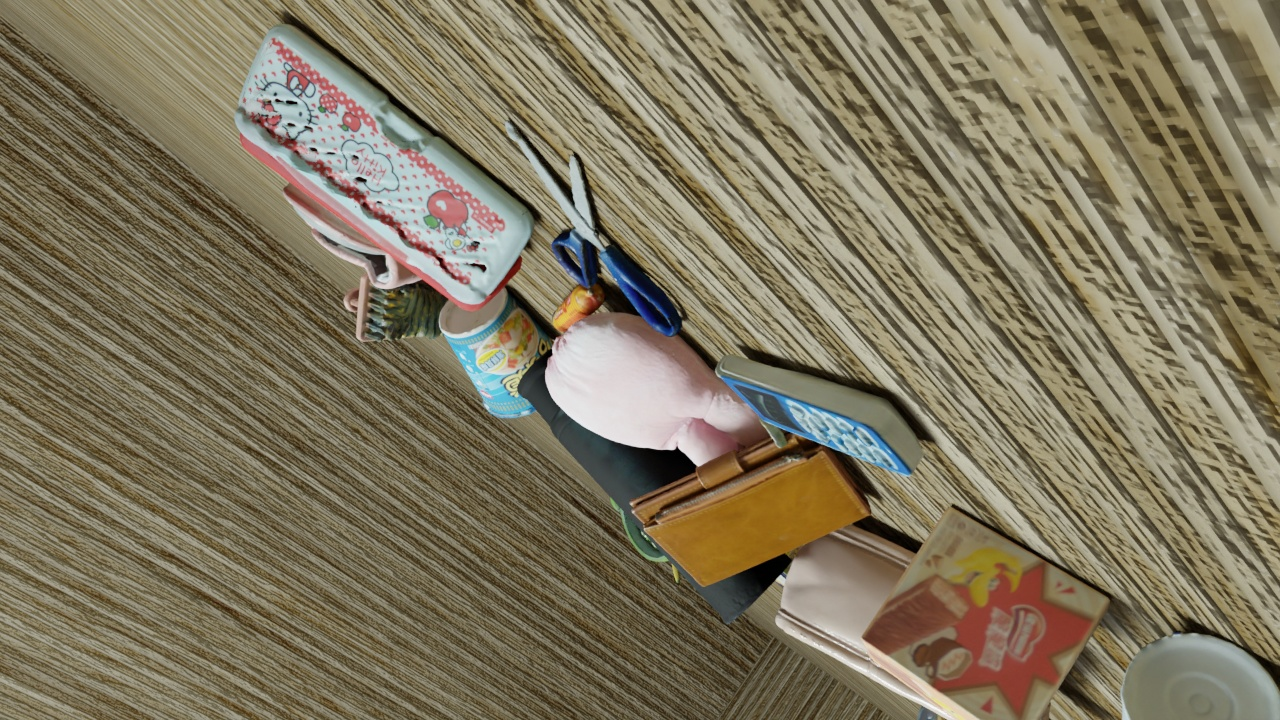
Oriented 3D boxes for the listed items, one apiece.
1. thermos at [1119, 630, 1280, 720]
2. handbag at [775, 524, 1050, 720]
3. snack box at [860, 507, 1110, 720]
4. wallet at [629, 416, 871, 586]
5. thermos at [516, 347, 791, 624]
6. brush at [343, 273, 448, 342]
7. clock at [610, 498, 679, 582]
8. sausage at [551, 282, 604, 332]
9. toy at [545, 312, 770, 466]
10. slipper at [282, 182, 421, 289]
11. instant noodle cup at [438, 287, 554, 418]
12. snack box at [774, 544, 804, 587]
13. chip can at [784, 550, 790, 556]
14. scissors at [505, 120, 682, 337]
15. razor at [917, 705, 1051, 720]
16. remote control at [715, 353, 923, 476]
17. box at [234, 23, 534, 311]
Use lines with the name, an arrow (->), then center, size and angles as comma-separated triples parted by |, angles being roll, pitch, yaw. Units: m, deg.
thermos -> 0.296, 0.205, 0.494 | 0.070, 0.070, 0.220 | 29, 167, 38
handbag -> 0.235, 0.219, 0.710 | 0.193, 0.093, 0.234 | 20, 170, 43
snack box -> 0.192, 0.153, 0.518 | 0.094, 0.092, 0.077 | 32, 167, 30
wallet -> 0.071, 0.095, 0.599 | 0.119, 0.131, 0.035 | 51, -160, -37
thermos -> 0.015, 0.081, 0.707 | 0.242, 0.090, 0.068 | 47, 172, 11
brush -> -0.211, -0.055, 0.898 | 0.073, 0.063, 0.145 | 20, -162, 39
clock -> 0.020, 0.148, 0.992 | 0.161, 0.056, 0.116 | 52, 134, 33
sausage -> -0.048, -0.038, 0.676 | 0.021, 0.021, 0.165 | 39, 169, -6
toy -> 0.011, 0.027, 0.621 | 0.159, 0.054, 0.122 | 28, 142, 1
slipper -> -0.236, -0.105, 0.787 | 0.114, 0.054, 0.274 | 36, -178, -3
instant noodle cup -> -0.134, -0.016, 0.875 | 0.099, 0.099, 0.110 | 28, 157, 42
snack box -> 0.128, 0.201, 1.042 | 0.178, 0.045, 0.182 | 26, 164, 47
chip can -> 0.081, 0.132, 0.836 | 0.073, 0.073, 0.216 | 30, 167, 34
scissors -> -0.024, -0.065, 0.518 | 0.162, 0.012, 0.162 | 41, 168, -10
razor -> 0.272, 0.289, 0.704 | 0.167, 0.062, 0.068 | 25, 149, -33
remote control -> 0.093, 0.026, 0.488 | 0.049, 0.024, 0.125 | 44, 166, -32
box -> -0.158, -0.129, 0.608 | 0.201, 0.100, 0.095 | 37, -150, -5
